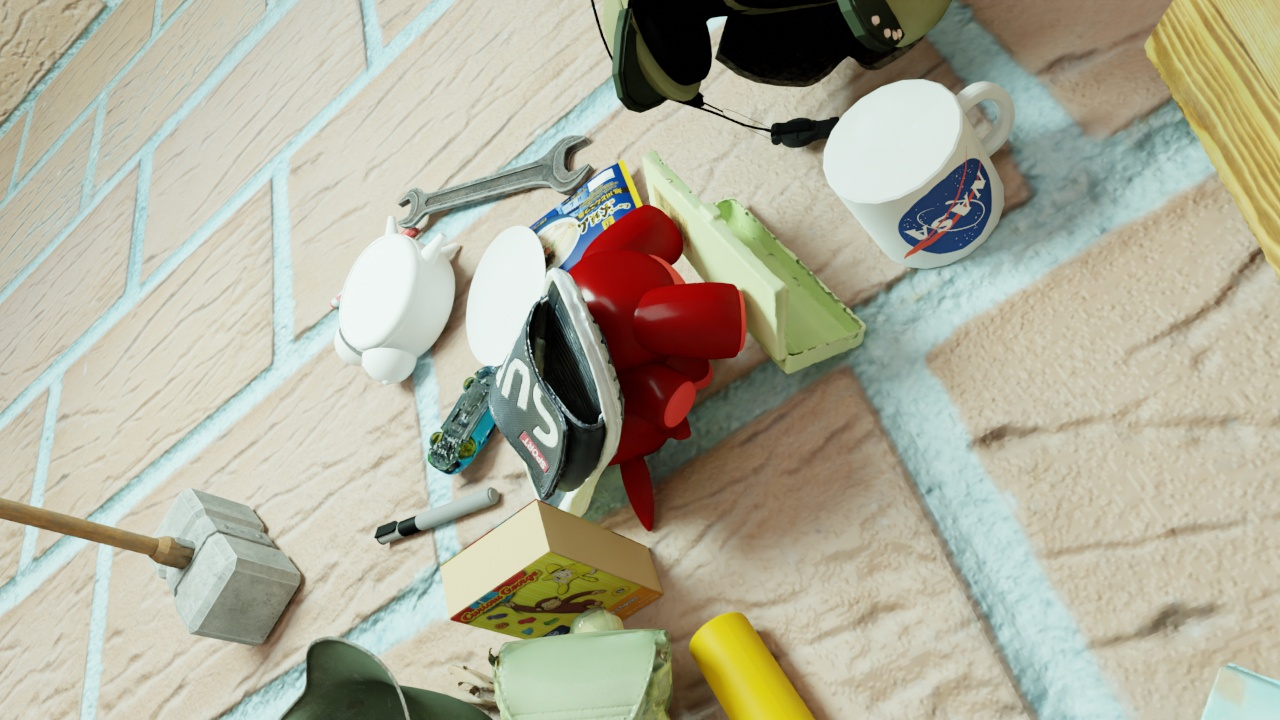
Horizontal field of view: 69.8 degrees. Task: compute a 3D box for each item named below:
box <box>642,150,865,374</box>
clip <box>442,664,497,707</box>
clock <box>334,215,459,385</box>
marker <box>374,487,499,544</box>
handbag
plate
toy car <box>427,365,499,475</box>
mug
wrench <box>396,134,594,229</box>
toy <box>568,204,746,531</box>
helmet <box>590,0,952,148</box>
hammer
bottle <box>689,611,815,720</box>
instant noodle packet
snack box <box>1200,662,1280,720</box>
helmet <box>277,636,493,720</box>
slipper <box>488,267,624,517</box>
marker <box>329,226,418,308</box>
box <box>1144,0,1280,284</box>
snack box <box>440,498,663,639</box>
[{"bbox_3d":[0.081,-0.080,0.662,0.082,0.098,0.188,-22,49,-15],"label":"box"},{"bbox_3d":[-0.130,0.250,0.712,0.061,0.025,0.049,-37,45,27],"label":"clip"},{"bbox_3d":[-0.246,-0.059,0.946,0.125,0.072,0.161,22,89,43],"label":"clock"},{"bbox_3d":[-0.182,0.139,0.816,0.141,0.016,0.016,-23,54,28],"label":"marker"},{"bbox_3d":[-0.028,0.251,0.573,0.113,0.117,0.186,-7,85,7],"label":"handbag"},{"bbox_3d":[-0.124,-0.059,0.861,0.135,0.011,0.134,-18,66,47],"label":"plate"},{"bbox_3d":[-0.150,0.055,0.824,0.048,0.032,0.105,15,72,43],"label":"toy car"},{"bbox_3d":[0.194,-0.132,0.608,0.121,0.090,0.091,-42,48,13],"label":"mug"},{"bbox_3d":[-0.160,-0.183,0.965,0.274,0.010,0.070,-7,62,33],"label":"wrench"},{"bbox_3d":[-0.004,0.004,0.673,0.158,0.120,0.198,52,143,40],"label":"toy"},{"bbox_3d":[0.102,-0.272,0.628,0.251,0.255,0.232,-3,68,36],"label":"helmet"},{"bbox_3d":[-0.490,0.160,0.842,0.163,0.317,0.083,28,86,44],"label":"hammer"},{"bbox_3d":[0.081,0.218,0.543,0.043,0.043,0.143,-46,47,10],"label":"bottle"},{"bbox_3d":[-0.056,-0.117,0.845,0.134,0.026,0.087,-34,53,20],"label":"instant noodle packet"},{"bbox_3d":[0.261,0.227,0.388,0.075,0.053,0.174,18,78,44],"label":"snack box"},{"bbox_3d":[-0.168,0.313,0.613,0.269,0.153,0.226,-19,57,39],"label":"helmet"},{"bbox_3d":[-0.068,0.044,0.632,0.063,0.264,0.111,-19,67,-19],"label":"slipper"},{"bbox_3d":[-0.307,-0.107,1.051,0.142,0.012,0.012,-39,48,16],"label":"marker"},{"bbox_3d":[0.473,-0.151,0.362,0.336,0.287,0.278,-2,58,-4],"label":"box"},{"bbox_3d":[-0.059,0.152,0.633,0.088,0.125,0.040,-36,49,18],"label":"snack box"}]
